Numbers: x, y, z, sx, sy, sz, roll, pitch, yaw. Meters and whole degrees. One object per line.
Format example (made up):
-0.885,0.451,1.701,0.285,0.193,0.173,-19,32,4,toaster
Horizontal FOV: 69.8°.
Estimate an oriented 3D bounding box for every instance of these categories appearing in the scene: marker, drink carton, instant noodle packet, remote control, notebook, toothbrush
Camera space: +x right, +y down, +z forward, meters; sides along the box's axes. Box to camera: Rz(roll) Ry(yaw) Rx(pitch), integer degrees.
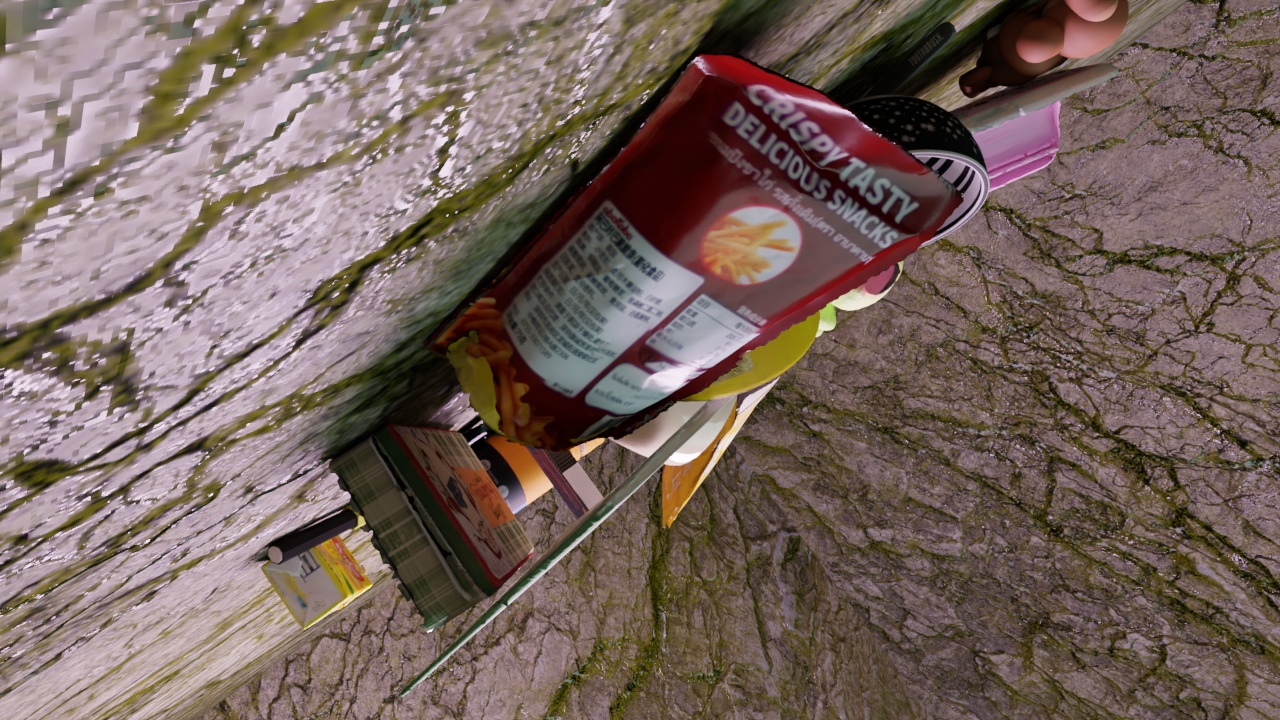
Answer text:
-0.224,0.123,0.685,0.021,0.017,0.123,11,-165,23,marker
-0.253,0.172,0.732,0.043,0.058,0.135,-35,177,-13,drink carton
0.077,0.030,0.829,0.163,0.084,0.220,-60,-175,44,instant noodle packet
-0.175,0.093,0.757,0.152,0.020,0.041,-38,176,15,remote control
-0.035,0.098,0.536,0.181,0.010,0.253,-39,174,-48,notebook
0.132,-0.150,0.575,0.013,0.013,0.168,-21,167,-40,toothbrush

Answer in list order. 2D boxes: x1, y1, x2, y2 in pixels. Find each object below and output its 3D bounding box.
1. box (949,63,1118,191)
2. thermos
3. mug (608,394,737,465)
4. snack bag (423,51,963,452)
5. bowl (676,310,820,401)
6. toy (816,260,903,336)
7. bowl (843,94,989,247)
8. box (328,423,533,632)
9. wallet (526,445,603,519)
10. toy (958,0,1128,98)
0.231,-0.163,0.686,0.201,0.077,0.146,-23,159,-4,box
-0.145,0.110,0.881,0.232,0.091,0.076,-34,147,-26,thermos
-0.004,0.004,0.634,0.096,0.099,0.120,-53,-151,16,mug
0.015,-0.030,0.384,0.138,0.066,0.208,26,135,-34,snack bag
0.032,-0.041,0.485,0.117,0.068,0.117,-12,-144,9,bowl
0.191,-0.105,0.906,0.197,0.107,0.150,120,-8,-67,toy
0.138,-0.116,0.547,0.120,0.066,0.120,-5,158,-2,bowl
-0.125,0.099,0.594,0.051,0.117,0.205,-31,174,-4,box
-0.070,0.082,0.757,0.019,0.123,0.072,-34,175,-20,wallet
0.272,-0.226,0.629,0.094,0.065,0.128,-30,-177,-32,toy
